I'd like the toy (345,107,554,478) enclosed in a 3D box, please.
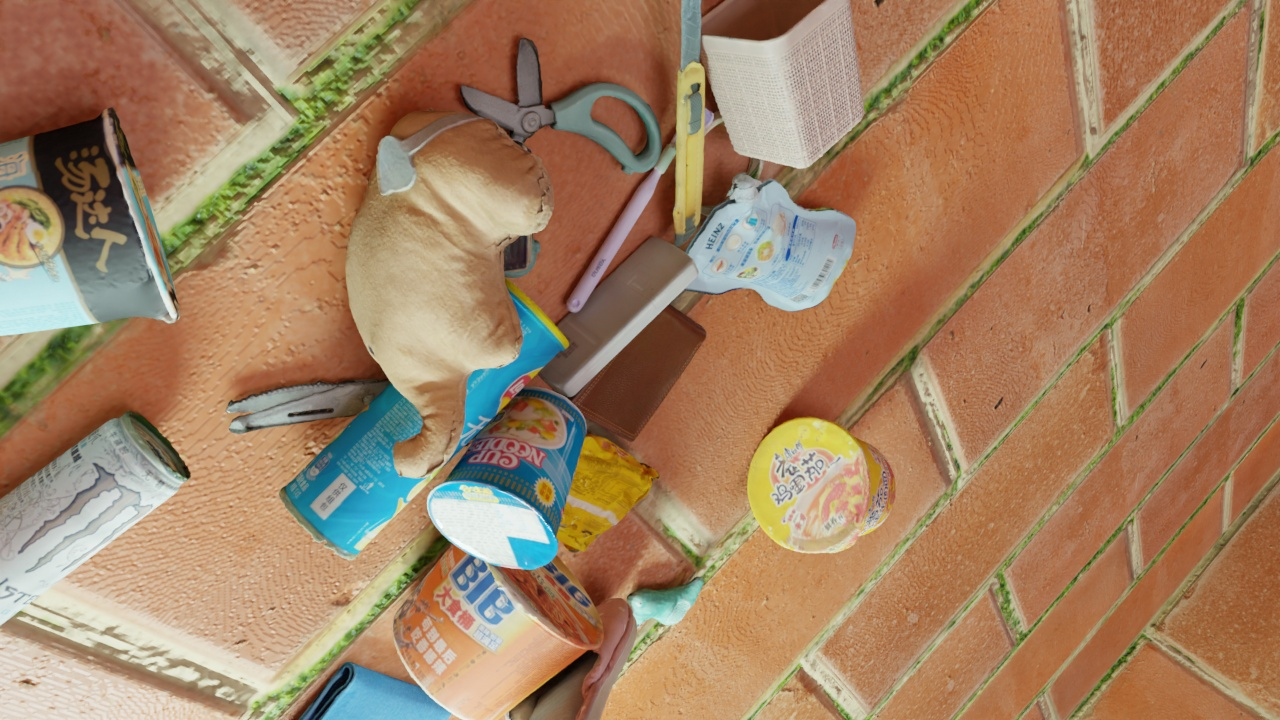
[{"bbox_3d":[-0.130,-0.042,0.574,0.082,0.143,0.226,-7,118,-50],"label":"toy"}]

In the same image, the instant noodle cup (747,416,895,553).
[{"bbox_3d":[0.199,0.133,0.972,0.109,0.138,0.138,14,107,-52],"label":"instant noodle cup"}]

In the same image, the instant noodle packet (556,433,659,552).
[{"bbox_3d":[-0.059,0.107,0.789,0.111,0.044,0.128,-44,135,8],"label":"instant noodle packet"}]

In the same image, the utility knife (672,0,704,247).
[{"bbox_3d":[0.035,-0.181,0.679,0.030,0.022,0.220,-32,134,-32],"label":"utility knife"}]

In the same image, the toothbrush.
[{"bbox_3d":[-0.004,-0.118,0.714,0.029,0.021,0.189,31,95,-14],"label":"toothbrush"}]

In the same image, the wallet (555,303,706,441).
[{"bbox_3d":[-0.005,0.005,0.788,0.124,0.032,0.101,-54,139,3],"label":"wallet"}]

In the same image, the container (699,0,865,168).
[{"bbox_3d":[0.107,-0.214,0.685,0.089,0.090,0.111,-43,133,-20],"label":"container"}]

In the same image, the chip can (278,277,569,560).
[{"bbox_3d":[-0.147,0.038,0.637,0.210,0.071,0.071,-46,136,-6],"label":"chip can"}]

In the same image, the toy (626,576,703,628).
[{"bbox_3d":[0.014,0.264,0.972,0.091,0.030,0.097,13,115,-39],"label":"toy"}]

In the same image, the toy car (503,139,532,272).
[{"bbox_3d":[-0.090,-0.103,0.619,0.042,0.035,0.091,-11,122,-26],"label":"toy car"}]

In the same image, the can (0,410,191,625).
[{"bbox_3d":[-0.346,0.096,0.540,0.146,0.058,0.058,-39,135,-13],"label":"can"}]

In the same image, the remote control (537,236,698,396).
[{"bbox_3d":[-0.022,-0.035,0.725,0.150,0.058,0.021,-44,137,-8],"label":"remote control"}]

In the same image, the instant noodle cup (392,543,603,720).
[{"bbox_3d":[-0.120,0.211,0.747,0.111,0.151,0.151,-45,137,4],"label":"instant noodle cup"}]

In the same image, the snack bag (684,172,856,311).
[{"bbox_3d":[0.115,-0.098,0.807,0.190,0.039,0.110,10,124,-47],"label":"snack bag"}]

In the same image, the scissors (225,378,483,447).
[{"bbox_3d":[-0.184,0.037,0.668,0.206,0.015,0.193,-39,136,-13],"label":"scissors"}]

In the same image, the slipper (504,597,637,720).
[{"bbox_3d":[-0.066,0.277,0.803,0.114,0.054,0.274,-37,-177,14],"label":"slipper"}]

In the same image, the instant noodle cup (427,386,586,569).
[{"bbox_3d":[-0.090,0.081,0.677,0.109,0.099,0.099,-69,152,-43],"label":"instant noodle cup"}]

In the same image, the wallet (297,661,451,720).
[{"bbox_3d":[-0.236,0.323,0.796,0.106,0.040,0.133,-52,136,-7],"label":"wallet"}]

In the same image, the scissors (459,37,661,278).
[{"bbox_3d":[-0.053,-0.144,0.656,0.179,0.019,0.170,-14,124,-29],"label":"scissors"}]

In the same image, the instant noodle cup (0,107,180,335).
[{"bbox_3d":[-0.305,-0.057,0.448,0.120,0.111,0.111,-17,127,-22],"label":"instant noodle cup"}]

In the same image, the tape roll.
[{"bbox_3d":[0.066,-0.161,0.749,0.085,0.014,0.086,-20,128,-29],"label":"tape roll"}]
